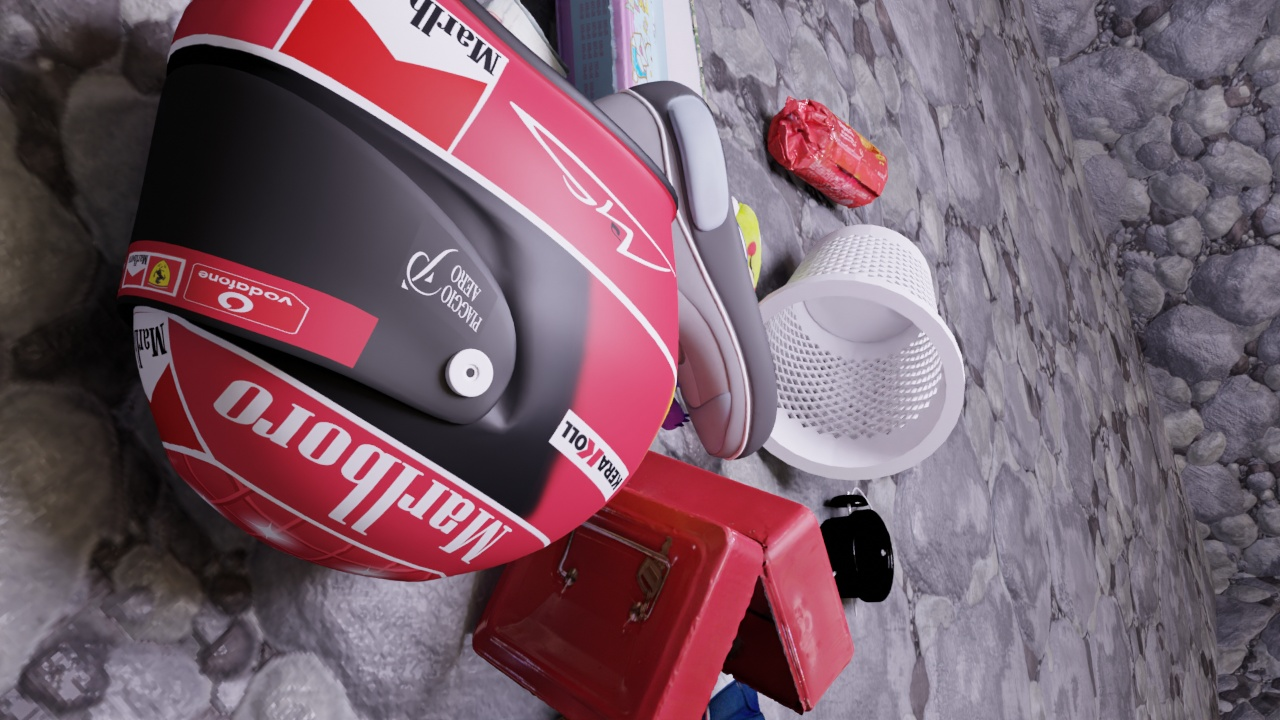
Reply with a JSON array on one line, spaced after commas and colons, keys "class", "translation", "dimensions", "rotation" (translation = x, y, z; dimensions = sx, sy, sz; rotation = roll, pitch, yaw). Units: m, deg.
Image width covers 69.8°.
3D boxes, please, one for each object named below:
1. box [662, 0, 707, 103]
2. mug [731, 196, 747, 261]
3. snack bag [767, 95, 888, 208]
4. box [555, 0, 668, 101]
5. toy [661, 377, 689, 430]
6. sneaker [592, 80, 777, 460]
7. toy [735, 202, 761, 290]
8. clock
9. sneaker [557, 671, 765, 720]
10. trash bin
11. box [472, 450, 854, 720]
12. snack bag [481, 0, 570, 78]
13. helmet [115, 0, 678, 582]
[{"class": "box", "translation": [0.005, -0.247, 0.768], "dimensions": [0.117, 0.050, 0.205], "rotation": [6, 75, -54]}, {"class": "mug", "translation": [0.039, -0.094, 0.738], "dimensions": [0.075, 0.076, 0.111], "rotation": [54, 42, -27]}, {"class": "snack bag", "translation": [0.208, -0.221, 1.000], "dimensions": [0.176, 0.082, 0.082], "rotation": [15, 67, -49]}, {"class": "box", "translation": [-0.028, -0.254, 0.664], "dimensions": [0.093, 0.089, 0.214], "rotation": [34, 52, -72]}, {"class": "toy", "translation": [-0.004, 0.004, 0.670], "dimensions": [0.088, 0.056, 0.105], "rotation": [55, 29, -22]}, {"class": "sneaker", "translation": [-0.010, -0.038, 0.589], "dimensions": [0.160, 0.093, 0.257], "rotation": [-17, 106, -15]}, {"class": "toy", "translation": [0.080, -0.075, 0.793], "dimensions": [0.117, 0.043, 0.092], "rotation": [-72, 164, -46]}, {"class": "clock", "translation": [0.214, 0.183, 0.908], "dimensions": [0.091, 0.043, 0.120], "rotation": [51, 43, -30]}, {"class": "sneaker", "translation": [-0.005, 0.264, 0.546], "dimensions": [0.293, 0.121, 0.127], "rotation": [-3, 69, -56]}, {"class": "trash bin", "translation": [0.198, -0.027, 0.851], "dimensions": [0.195, 0.196, 0.199], "rotation": [61, 30, -19]}, {"class": "box", "translation": [0.028, 0.137, 0.539], "dimensions": [0.165, 0.157, 0.151], "rotation": [28, 82, -41]}, {"class": "snack bag", "translation": [-0.114, -0.150, 0.588], "dimensions": [0.077, 0.041, 0.224], "rotation": [50, 42, -31]}, {"class": "helmet", "translation": [-0.110, -0.021, 0.412], "dimensions": [0.271, 0.198, 0.224], "rotation": [37, 69, -30]}]
